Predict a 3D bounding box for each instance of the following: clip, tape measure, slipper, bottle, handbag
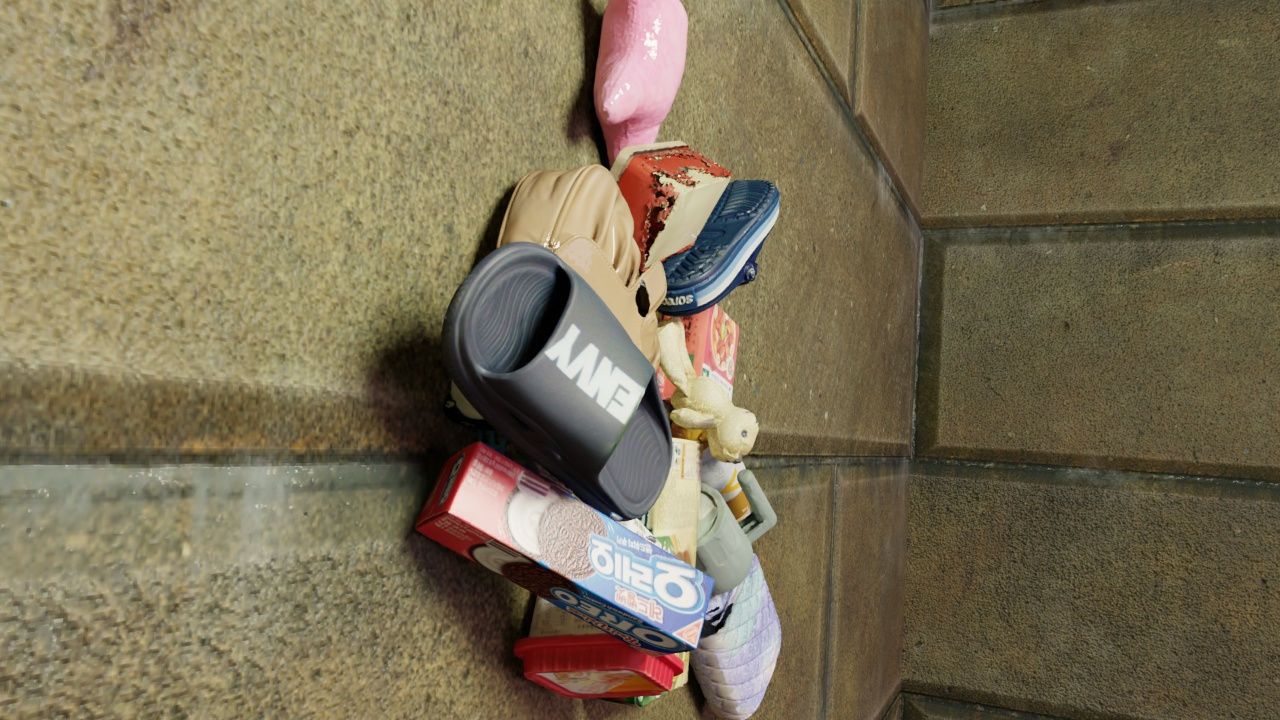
[{"bbox_3d":[-0.108,0.062,0.665,0.038,0.013,0.055,8,85,-65],"label":"clip"},{"bbox_3d":[-0.096,0.014,0.623,0.033,0.066,0.065,37,59,-56],"label":"tape measure"},{"bbox_3d":[0.084,-0.111,0.963,0.252,0.105,0.095,-57,143,-49],"label":"slipper"},{"bbox_3d":[0.084,0.129,1.024,0.190,0.068,0.067,62,38,-47],"label":"bottle"},{"bbox_3d":[0.103,0.319,1.075,0.133,0.076,0.194,-59,141,-40],"label":"handbag"},{"bbox_3d":[-0.040,-0.041,0.701,0.147,0.100,0.205,-65,147,-47],"label":"handbag"},{"bbox_3d":[-0.023,0.025,0.598,0.110,0.083,0.268,-62,143,-24],"label":"slipper"}]

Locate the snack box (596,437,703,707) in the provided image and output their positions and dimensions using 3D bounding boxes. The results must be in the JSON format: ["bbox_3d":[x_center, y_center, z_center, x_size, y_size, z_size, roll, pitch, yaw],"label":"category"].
[{"bbox_3d":[0.006,0.190,0.864,0.114,0.063,0.240,15,78,-65],"label":"snack box"}]

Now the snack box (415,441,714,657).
[{"bbox_3d":[-0.045,0.133,0.626,0.207,0.057,0.058,34,52,-20],"label":"snack box"}]

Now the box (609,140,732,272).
[{"bbox_3d":[0.027,-0.138,0.816,0.091,0.079,0.168,-61,170,23],"label":"box"}]

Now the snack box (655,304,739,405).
[{"bbox_3d":[0.064,-0.002,0.999,0.127,0.044,0.113,32,62,-62],"label":"snack box"}]

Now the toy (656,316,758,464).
[{"bbox_3d":[0.060,0.029,0.897,0.157,0.066,0.105,58,19,0],"label":"toy"}]

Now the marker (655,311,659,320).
[{"bbox_3d":[-0.005,0.005,0.887,0.018,0.015,0.123,65,38,-56],"label":"marker"}]

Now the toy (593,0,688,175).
[{"bbox_3d":[0.000,-0.254,0.810,0.178,0.074,0.194,-13,115,-80],"label":"toy"}]

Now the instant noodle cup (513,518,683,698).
[{"bbox_3d":[-0.030,0.198,0.741,0.116,0.117,0.124,55,32,-53],"label":"instant noodle cup"}]

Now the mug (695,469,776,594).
[{"bbox_3d":[0.082,0.177,0.976,0.124,0.083,0.103,-37,136,-6],"label":"mug"}]
